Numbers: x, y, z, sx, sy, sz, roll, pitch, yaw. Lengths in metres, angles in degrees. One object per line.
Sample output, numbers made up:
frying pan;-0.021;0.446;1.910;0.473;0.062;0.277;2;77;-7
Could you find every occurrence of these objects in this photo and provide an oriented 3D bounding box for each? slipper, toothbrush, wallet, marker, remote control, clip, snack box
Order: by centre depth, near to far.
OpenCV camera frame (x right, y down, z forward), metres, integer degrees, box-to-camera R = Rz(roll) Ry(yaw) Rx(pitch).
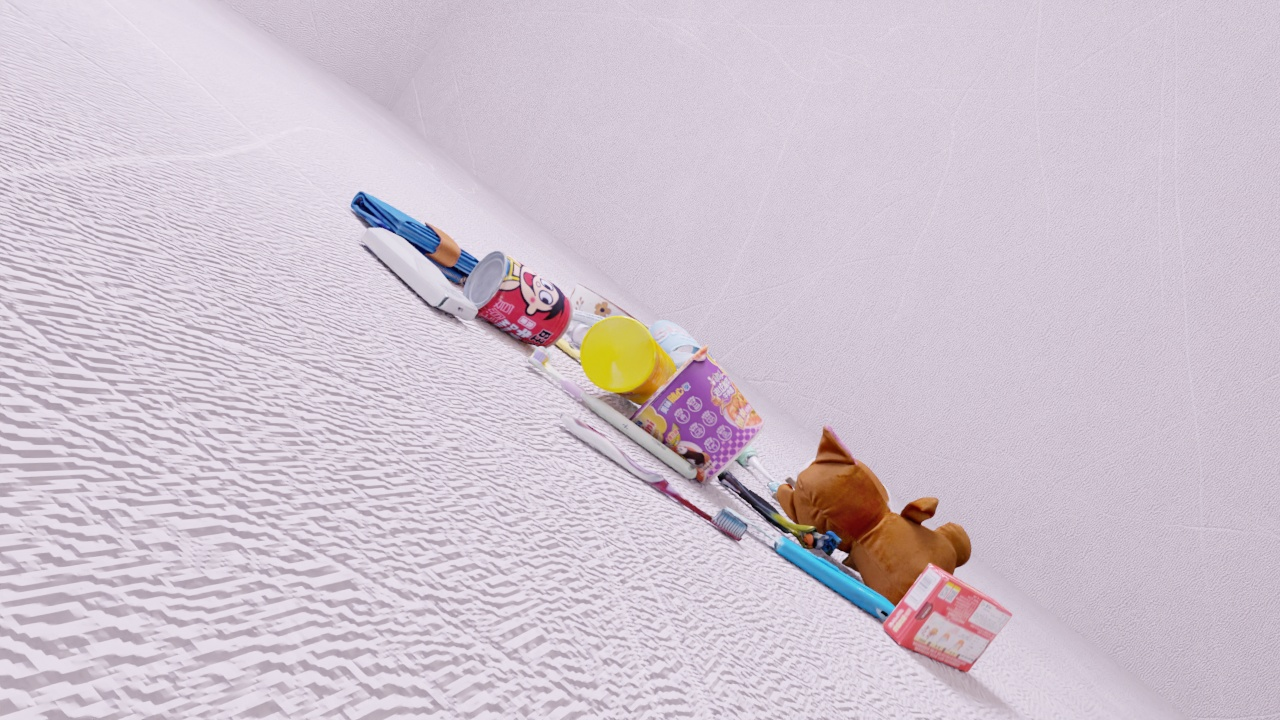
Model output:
toothbrush;0.013;0.092;0.735;0.187;0.017;0.016;36;5;-16
remote control;-0.200;-0.079;0.824;0.125;0.024;0.049;40;7;27
toothbrush;-0.024;0.051;0.847;0.189;0.020;0.029;38;31;-5
snack box;0.293;0.247;0.870;0.152;0.075;0.025;31;7;-41
wallet;-0.231;-0.128;0.974;0.106;0.040;0.133;36;5;41
toothbrush;-0.001;-0.003;1.095;0.221;0.026;0.026;21;-2;39
clip;0.190;0.169;1.099;0.081;0.034;0.104;41;3;33
marker;-0.087;-0.057;1.134;0.145;0.017;0.017;13;15;-23
toothbrush;0.126;0.113;1.199;0.027;0.026;0.224;-4;27;-27
slipper;0.037;-0.013;1.286;0.104;0.074;0.246;32;-6;-36

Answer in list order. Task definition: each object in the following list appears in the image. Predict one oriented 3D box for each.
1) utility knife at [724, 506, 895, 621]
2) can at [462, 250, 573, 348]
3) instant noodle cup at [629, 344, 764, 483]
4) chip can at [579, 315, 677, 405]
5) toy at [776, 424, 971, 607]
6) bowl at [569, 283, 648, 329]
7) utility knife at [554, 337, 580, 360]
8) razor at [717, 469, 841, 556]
utility knife;0.156;0.185;0.842;0.206;0.018;0.034;33;7;-16
can;-0.120;-0.058;0.908;0.093;0.066;0.066;32;7;-37
instant noodle cup;0.058;0.057;0.889;0.099;0.111;0.111;47;7;5
chip can;-0.006;0.006;0.944;0.072;0.072;0.213;38;0;11
toy;0.242;0.168;0.964;0.199;0.140;0.130;38;29;16
bowl;-0.052;-0.048;1.220;0.113;0.062;0.113;33;0;0
utility knife;-0.109;-0.032;1.059;0.195;0.020;0.031;41;12;5
razor;0.136;0.156;0.937;0.143;0.022;0.043;34;-29;14
